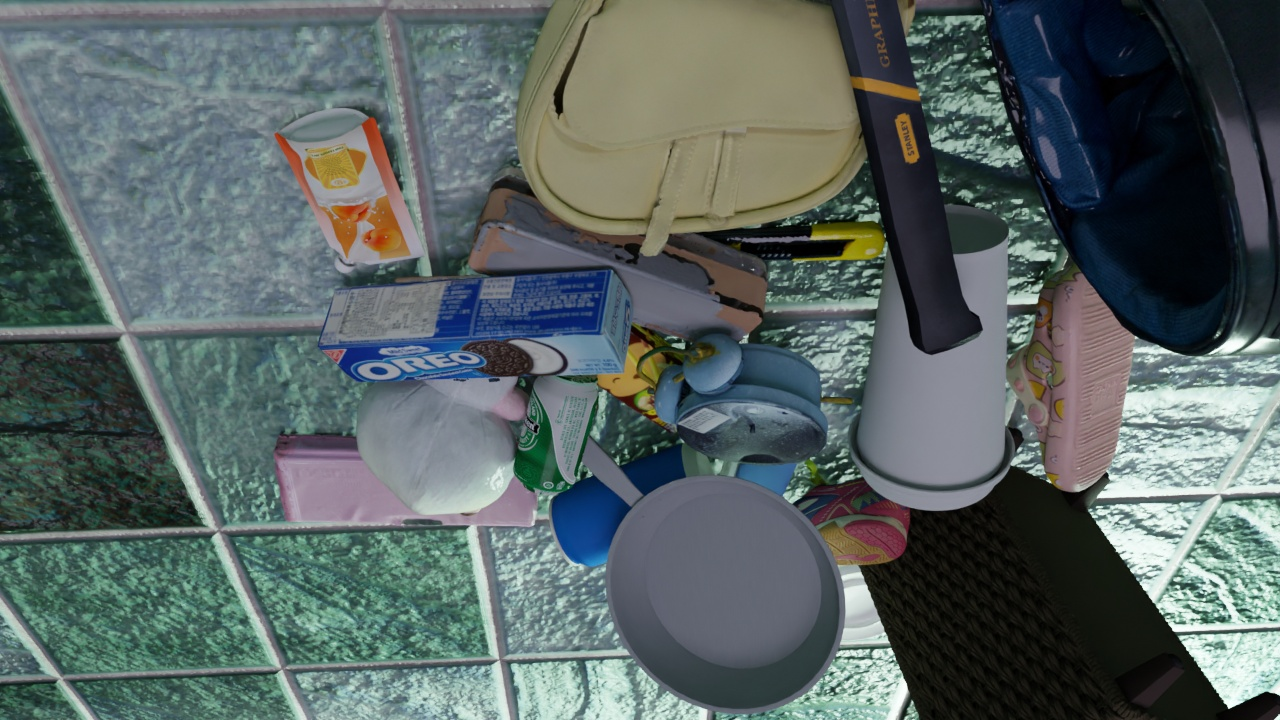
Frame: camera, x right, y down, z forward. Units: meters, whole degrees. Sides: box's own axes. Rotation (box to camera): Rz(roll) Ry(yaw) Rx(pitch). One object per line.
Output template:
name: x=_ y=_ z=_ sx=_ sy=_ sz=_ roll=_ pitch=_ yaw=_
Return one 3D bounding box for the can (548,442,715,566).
can: x=-0.004 y=0.133 z=0.838 sx=0.146 sy=0.078 sz=0.079 roll=-22 pitch=129 yaw=14

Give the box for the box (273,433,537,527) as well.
box: x=-0.208 y=0.109 z=0.837 sx=0.233 sy=0.037 sz=0.098 roll=1 pitch=126 yaw=-5

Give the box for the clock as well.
clock: x=0.073 y=0.031 z=0.712 sx=0.162 sy=0.060 sz=0.118 roll=22 pitch=150 yaw=-19

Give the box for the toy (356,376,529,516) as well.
toy: x=-0.154 y=0.042 z=0.746 sx=0.139 sy=0.101 sz=0.180 roll=27 pitch=101 yaw=-7

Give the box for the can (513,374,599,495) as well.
can: x=-0.067 y=0.056 z=0.732 sx=0.053 sy=0.053 sz=0.101 roll=12 pitch=107 yaw=-14

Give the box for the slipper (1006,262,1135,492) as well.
slipper: x=0.347 y=0.010 z=0.754 sx=0.093 sy=0.082 sz=0.197 roll=-20 pitch=113 yaw=-29

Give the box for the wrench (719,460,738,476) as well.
wrench: x=0.070 y=0.147 z=0.882 sx=0.009 sy=0.047 sz=0.274 roll=1 pitch=129 yaw=-15

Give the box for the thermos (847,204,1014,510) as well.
thermos: x=0.231 y=-0.002 z=0.716 sx=0.131 sy=0.131 sz=0.222 roll=-6 pitch=123 yaw=1

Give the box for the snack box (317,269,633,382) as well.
snack box: x=-0.120 y=-0.023 z=0.670 sx=0.227 sy=0.059 sz=0.059 roll=-2 pitch=151 yaw=16

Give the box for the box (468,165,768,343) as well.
box: x=-0.014 y=-0.067 z=0.671 sx=0.216 sy=0.062 sz=0.081 roll=18 pitch=148 yaw=-14

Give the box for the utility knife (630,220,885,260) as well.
utility knife: x=0.077 y=-0.087 z=0.695 sx=0.213 sy=0.020 sz=0.029 roll=-2 pitch=131 yaw=2

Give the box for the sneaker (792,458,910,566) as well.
sneaker: x=0.160 y=0.166 z=0.888 sx=0.116 sy=0.090 sz=0.243 roll=36 pitch=139 yaw=-23

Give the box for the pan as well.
pan: x=0.015 y=0.134 z=0.766 sx=0.356 sy=0.050 sz=0.201 roll=47 pitch=110 yaw=9

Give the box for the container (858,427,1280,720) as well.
container: x=0.354 y=0.231 z=0.801 sx=0.176 sy=0.320 sz=0.205 roll=23 pitch=119 yaw=-22

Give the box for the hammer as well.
hammer: x=0.156 y=-0.148 z=0.548 sx=0.139 sy=0.035 sz=0.313 roll=-21 pitch=111 yaw=1

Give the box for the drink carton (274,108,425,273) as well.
drink carton: x=-0.201 y=-0.113 z=0.647 sx=0.069 sy=0.038 sz=0.122 roll=-8 pitch=137 yaw=3

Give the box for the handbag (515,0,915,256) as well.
handbag: x=0.042 y=-0.164 z=0.580 sx=0.232 sy=0.088 sz=0.191 roll=7 pitch=124 yaw=-11

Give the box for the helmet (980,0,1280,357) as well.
helmet: x=0.356 y=-0.166 z=0.509 sx=0.236 sy=0.249 sz=0.316 roll=-28 pitch=103 yaw=3

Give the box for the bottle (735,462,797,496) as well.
bottle: x=0.123 y=0.067 z=0.810 sx=0.048 sy=0.048 sz=0.131 roll=7 pitch=130 yaw=-10

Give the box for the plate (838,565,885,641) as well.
plate: x=0.239 y=0.267 z=1.012 sx=0.157 sy=0.014 sz=0.157 roll=-2 pitch=130 yaw=-2

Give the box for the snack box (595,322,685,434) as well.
snack box: x=-0.005 y=0.004 z=0.762 sx=0.149 sy=0.025 sz=0.061 roll=35 pitch=120 yaw=-29
